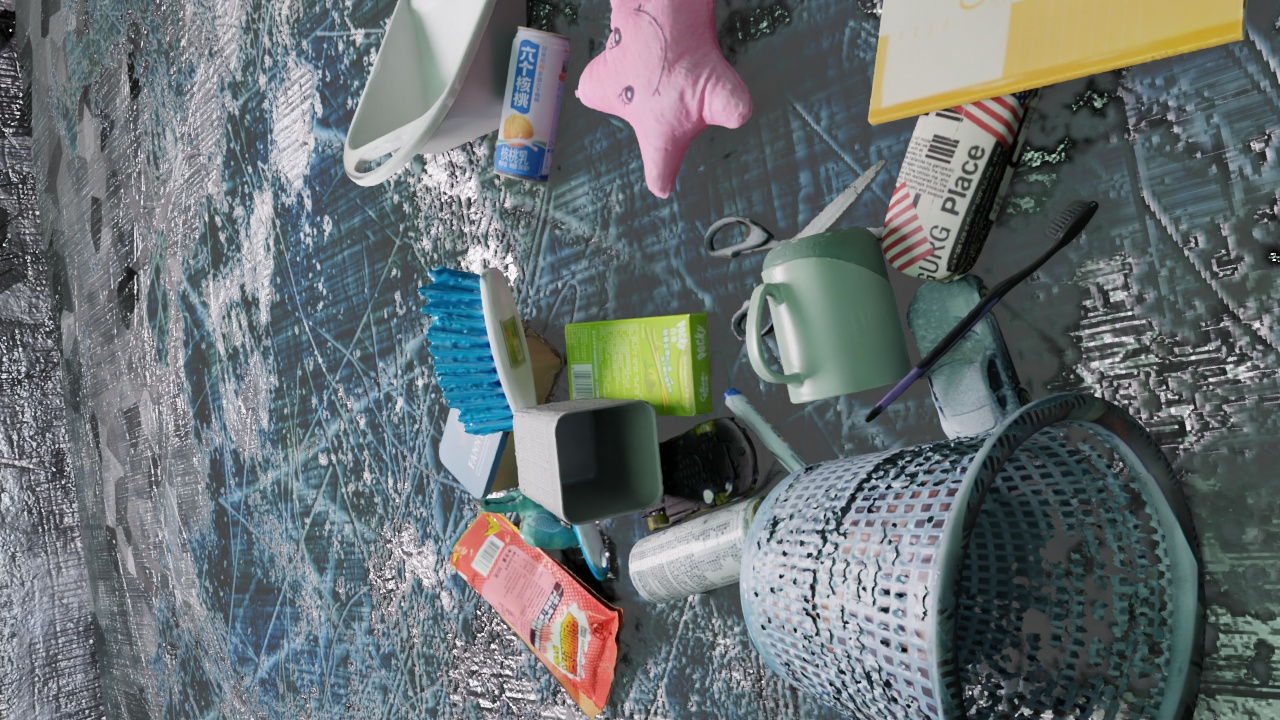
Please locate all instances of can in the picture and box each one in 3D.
[{"bbox_3d":[0.057,0.154,0.740,0.147,0.058,0.058,-30,73,42],"label":"can"},{"bbox_3d":[-0.101,-0.238,0.858,0.053,0.053,0.135,26,112,40],"label":"can"}]

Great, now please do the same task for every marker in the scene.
[{"bbox_3d":[0.113,0.074,0.705,0.146,0.016,0.017,48,125,30],"label":"marker"}]

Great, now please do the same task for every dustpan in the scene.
[{"bbox_3d":[-0.217,-0.301,0.907,0.223,0.142,0.257,-7,91,44],"label":"dustpan"}]

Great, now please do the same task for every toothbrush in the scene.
[{"bbox_3d":[0.206,-0.029,0.569,0.189,0.014,0.016,-47,48,15],"label":"toothbrush"}]

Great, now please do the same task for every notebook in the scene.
[{"bbox_3d":[0.233,-0.223,0.531,0.207,0.010,0.145,-1,74,45],"label":"notebook"}]

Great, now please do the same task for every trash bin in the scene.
[{"bbox_3d":[0.172,0.135,0.536,0.195,0.226,0.226,-6,90,57],"label":"trash bin"}]

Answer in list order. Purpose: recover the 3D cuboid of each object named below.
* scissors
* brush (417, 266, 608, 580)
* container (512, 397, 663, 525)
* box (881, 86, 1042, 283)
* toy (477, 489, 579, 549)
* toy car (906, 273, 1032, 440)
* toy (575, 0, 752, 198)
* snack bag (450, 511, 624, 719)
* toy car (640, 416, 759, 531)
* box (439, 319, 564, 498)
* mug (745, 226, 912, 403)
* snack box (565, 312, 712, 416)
[{"bbox_3d":[0.115,-0.082,0.690,0.178,0.014,0.159,27,112,38],"label":"scissors"},{"bbox_3d":[-0.112,0.062,0.841,0.110,0.060,0.315,-7,105,21],"label":"brush"},{"bbox_3d":[-0.050,0.077,0.769,0.114,0.090,0.090,5,101,62],"label":"container"},{"bbox_3d":[0.205,-0.128,0.579,0.070,0.055,0.164,25,107,26],"label":"box"},{"bbox_3d":[-0.107,0.152,0.893,0.092,0.096,0.030,50,128,52],"label":"toy"},{"bbox_3d":[0.209,0.002,0.592,0.054,0.036,0.120,-26,73,43],"label":"toy car"},{"bbox_3d":[0.012,-0.227,0.733,0.179,0.074,0.194,-7,90,45],"label":"toy"},{"bbox_3d":[-0.098,0.238,0.902,0.208,0.073,0.129,34,121,31],"label":"snack bag"},{"bbox_3d":[0.043,0.094,0.756,0.159,0.042,0.070,-29,72,49],"label":"toy car"},{"bbox_3d":[-0.144,0.053,0.926,0.090,0.060,0.184,36,116,36],"label":"box"},{"bbox_3d":[0.119,-0.029,0.618,0.082,0.111,0.106,-13,91,67],"label":"mug"},{"bbox_3d":[-0.005,0.005,0.807,0.157,0.026,0.086,-3,92,45],"label":"snack box"}]
